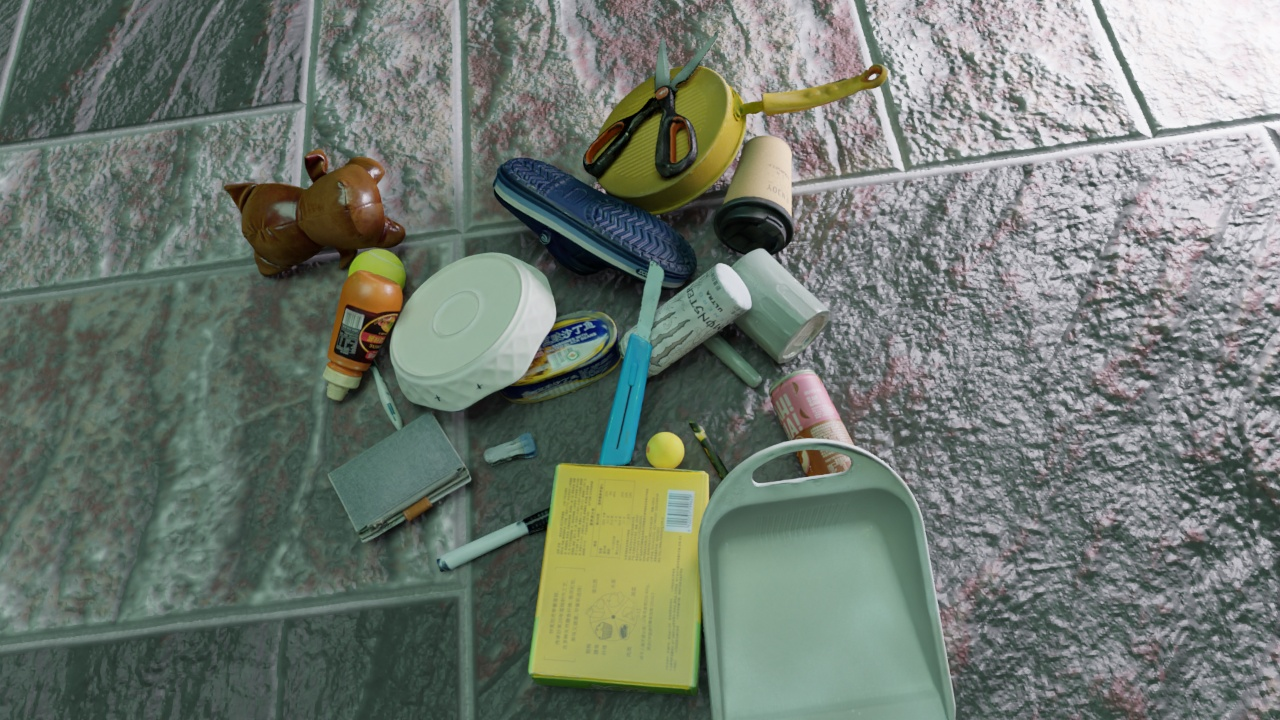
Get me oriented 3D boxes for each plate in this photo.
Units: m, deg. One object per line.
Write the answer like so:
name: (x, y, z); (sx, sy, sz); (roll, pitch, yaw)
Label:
plate: (-0.193, -0.040, 1.015); (0.205, 0.045, 0.204); (-15, 49, 18)

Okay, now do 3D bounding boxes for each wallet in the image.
wallet: (-0.257, 0.127, 0.984); (0.129, 0.037, 0.106); (-32, 55, -12)

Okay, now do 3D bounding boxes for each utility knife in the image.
utility knife: (-0.006, 0.006, 0.968); (0.034, 0.018, 0.223); (13, 95, 13)

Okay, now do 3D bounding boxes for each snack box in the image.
snack box: (-0.016, 0.212, 0.896); (0.158, 0.070, 0.209); (2, 64, 7)

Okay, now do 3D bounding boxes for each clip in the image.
clip: (-0.142, 0.098, 0.995); (0.058, 0.036, 0.025); (-17, 65, -2)

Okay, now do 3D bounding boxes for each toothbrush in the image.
toothbrush: (0.095, 0.139, 0.953); (0.017, 0.012, 0.185); (-31, 64, 3)
toothbrush: (-0.313, 0.007, 1.061); (0.018, 0.016, 0.191); (-32, 64, 1)

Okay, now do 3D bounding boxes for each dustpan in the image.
dustpan: (0.159, 0.213, 0.827); (0.223, 0.143, 0.257); (-8, 67, 2)

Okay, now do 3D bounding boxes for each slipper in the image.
slipper: (-0.061, -0.141, 1.054); (0.253, 0.095, 0.104); (29, 37, 1)

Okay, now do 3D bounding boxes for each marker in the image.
marker: (-0.148, 0.187, 0.952); (0.130, 0.018, 0.022); (-24, 73, -7)

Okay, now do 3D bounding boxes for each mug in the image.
mug: (0.130, -0.044, 1.010); (0.124, 0.083, 0.103); (-49, 68, 10)

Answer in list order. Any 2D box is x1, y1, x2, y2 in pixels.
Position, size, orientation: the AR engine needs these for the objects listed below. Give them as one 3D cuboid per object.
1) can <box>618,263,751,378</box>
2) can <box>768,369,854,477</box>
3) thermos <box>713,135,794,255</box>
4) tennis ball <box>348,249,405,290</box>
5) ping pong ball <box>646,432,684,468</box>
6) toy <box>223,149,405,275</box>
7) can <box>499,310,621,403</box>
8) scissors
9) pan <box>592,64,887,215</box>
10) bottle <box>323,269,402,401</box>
can: (0.047, -0.041, 0.982); (0.147, 0.058, 0.058); (-36, 60, 27)
can: (0.186, 0.084, 0.944); (0.058, 0.058, 0.147); (-20, 63, -4)
thermos: (0.140, -0.192, 1.074); (0.093, 0.093, 0.143); (8, 58, 10)
tennis ball: (-0.311, -0.099, 1.084); (0.065, 0.065, 0.065); (-2, 63, 5)
ping pong ball: (0.026, 0.095, 0.965); (0.040, 0.040, 0.040); (-2, 63, 5)
toy: (-0.393, -0.175, 1.104); (0.200, 0.130, 0.140); (-13, 101, 11)
can: (-0.094, -0.004, 1.023); (0.148, 0.049, 0.074); (-20, 63, -4)
scissors: (0.016, -0.294, 1.081); (0.233, 0.021, 0.220); (-33, 50, 16)
pan: (0.107, -0.282, 1.078); (0.358, 0.078, 0.197); (-20, 54, 25)
bottle: (-0.319, -0.024, 1.030); (0.067, 0.066, 0.149); (25, 97, 17)
